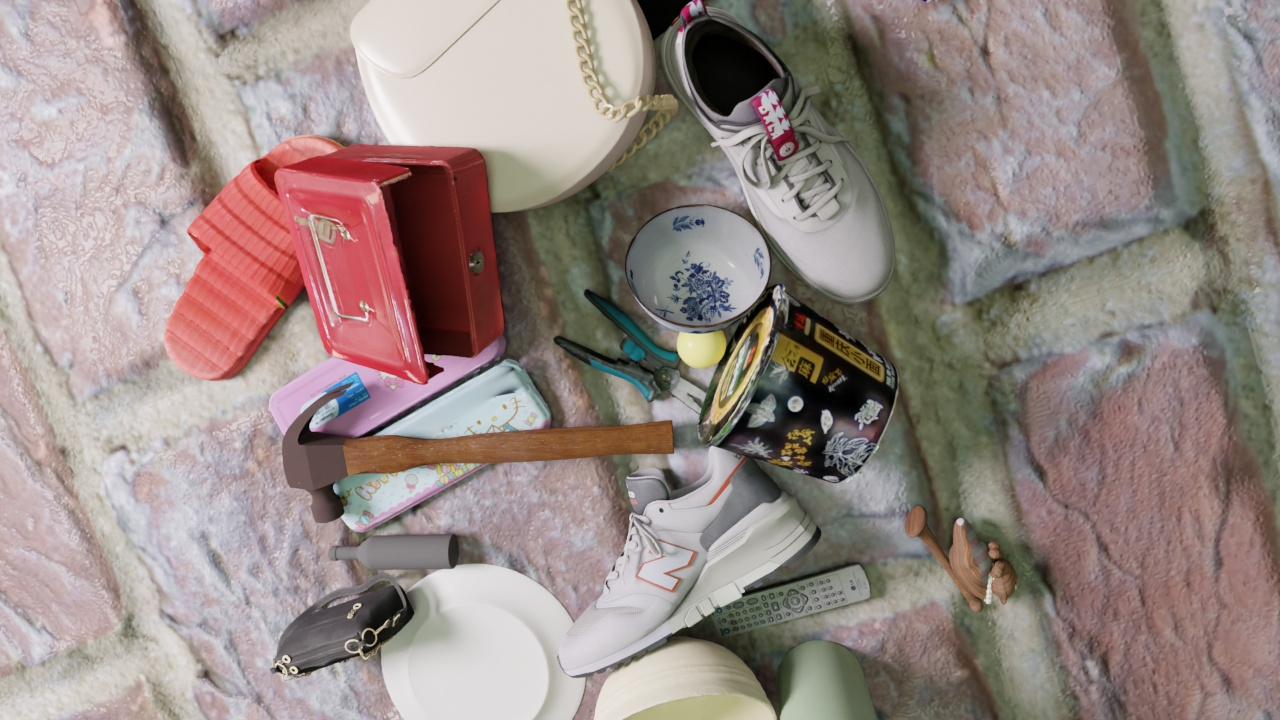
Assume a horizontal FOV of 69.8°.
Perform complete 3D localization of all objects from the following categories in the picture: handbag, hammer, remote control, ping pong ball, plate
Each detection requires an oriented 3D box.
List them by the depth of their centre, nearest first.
[{"bbox_3d":[-0.100,-0.221,0.692,0.211,0.103,0.208,-37,94,15],"label":"handbag"},{"bbox_3d":[0.026,-0.286,0.719,0.150,0.013,0.034,-35,93,11],"label":"remote control"},{"bbox_3d":[0.049,-0.013,0.743,0.040,0.040,0.040,1,98,6],"label":"ping pong ball"},{"bbox_3d":[-0.134,0.071,0.761,0.323,0.033,0.115,-3,109,2],"label":"hammer"},{"bbox_3d":[0.127,0.203,0.779,0.137,0.013,0.033,-19,96,9],"label":"remote control"},{"bbox_3d":[-0.261,0.235,0.792,0.129,0.079,0.054,-22,98,18],"label":"handbag"},{"bbox_3d":[-0.144,0.275,0.819,0.189,0.016,0.188,1,98,6],"label":"plate"}]

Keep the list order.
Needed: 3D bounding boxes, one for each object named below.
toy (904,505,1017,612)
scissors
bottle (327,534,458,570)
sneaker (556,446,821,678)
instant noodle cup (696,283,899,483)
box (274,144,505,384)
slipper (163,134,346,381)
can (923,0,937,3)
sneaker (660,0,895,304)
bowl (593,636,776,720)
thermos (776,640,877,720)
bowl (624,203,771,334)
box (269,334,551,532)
[{"bbox_3d":[0.265,0.160,0.744,0.055,0.041,0.102,-31,103,32],"label":"toy"},{"bbox_3d":[-0.004,-0.004,0.761,0.123,0.019,0.148,-17,98,8],"label":"scissors"},{"bbox_3d":[-0.219,0.168,0.805,0.113,0.030,0.030,-2,98,7],"label":"bottle"},{"bbox_3d":[0.017,0.151,0.755,0.240,0.089,0.124,-29,90,1],"label":"sneaker"},{"bbox_3d":[0.123,0.025,0.700,0.112,0.137,0.137,24,100,-7],"label":"instant noodle cup"},{"bbox_3d":[-0.180,-0.078,0.685,0.134,0.110,0.158,13,123,29],"label":"box"},{"bbox_3d":[-0.328,-0.084,0.767,0.103,0.059,0.249,40,102,-1],"label":"slipper"},{"bbox_3d":[0.189,-0.305,0.688,0.095,0.032,0.032,32,100,1],"label":"can"},{"bbox_3d":[0.106,-0.153,0.672,0.097,0.128,0.263,-35,95,11],"label":"sneaker"},{"bbox_3d":[0.030,0.278,0.756,0.150,0.075,0.151,-6,135,-6],"label":"bowl"},{"bbox_3d":[0.146,0.290,0.679,0.082,0.231,0.082,1,97,6],"label":"thermos"},{"bbox_3d":[0.045,-0.064,0.722,0.114,0.045,0.114,-2,61,3],"label":"bowl"},{"bbox_3d":[-0.197,0.044,0.787,0.214,0.035,0.151,-30,98,10],"label":"box"}]
